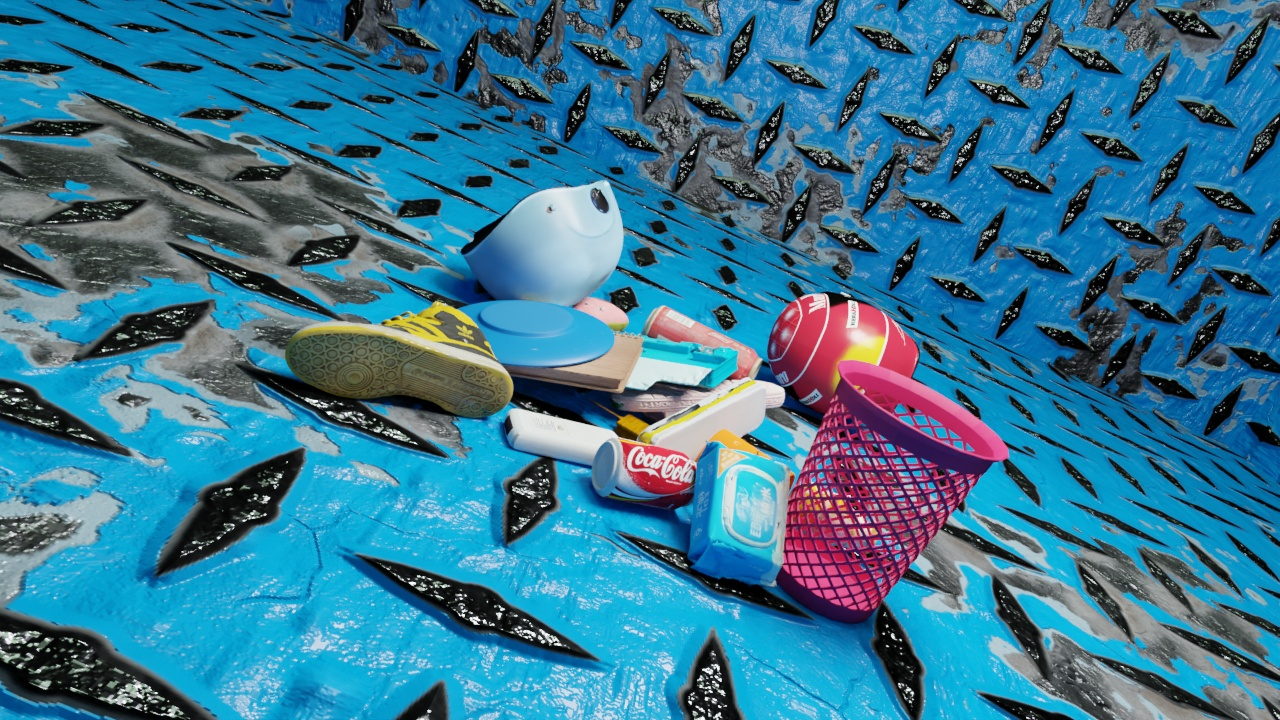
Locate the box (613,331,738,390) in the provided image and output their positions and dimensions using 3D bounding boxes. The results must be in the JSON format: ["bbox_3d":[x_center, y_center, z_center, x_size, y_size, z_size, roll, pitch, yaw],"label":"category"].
[{"bbox_3d":[-0.007,0.005,1.207,0.227,0.039,0.181,10,21,26],"label":"box"}]

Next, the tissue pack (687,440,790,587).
[{"bbox_3d":[0.103,0.156,0.937,0.093,0.062,0.144,20,58,-18],"label":"tissue pack"}]

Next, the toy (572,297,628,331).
[{"bbox_3d":[-0.069,-0.064,1.403,0.090,0.051,0.109,24,19,11],"label":"toy"}]

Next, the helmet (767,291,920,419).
[{"bbox_3d":[0.325,-0.013,1.537,0.224,0.198,0.270,23,10,-5],"label":"helmet"}]

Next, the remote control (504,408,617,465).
[{"bbox_3d":[-0.083,0.087,1.014,0.138,0.025,0.060,15,21,-22],"label":"remote control"}]

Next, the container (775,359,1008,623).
[{"bbox_3d":[0.235,0.142,0.948,0.183,0.226,0.183,22,19,-8],"label":"container"}]

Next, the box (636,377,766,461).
[{"bbox_3d":[0.077,0.080,1.084,0.209,0.066,0.044,-23,48,-40],"label":"box"}]

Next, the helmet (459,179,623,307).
[{"bbox_3d":[-0.127,-0.163,1.366,0.264,0.226,0.167,-37,98,-48],"label":"helmet"}]

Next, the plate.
[{"bbox_3d":[-0.143,-0.046,1.159,0.224,0.024,0.224,5,22,-2],"label":"plate"}]

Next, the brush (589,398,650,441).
[{"bbox_3d":[-0.008,0.086,1.123,0.126,0.017,0.048,29,19,13],"label":"brush"}]

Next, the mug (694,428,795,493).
[{"bbox_3d":[0.106,0.140,1.035,0.096,0.078,0.112,33,30,22],"label":"mug"}]

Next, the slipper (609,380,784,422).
[{"bbox_3d":[0.078,0.064,1.201,0.239,0.064,0.094,-2,13,-22],"label":"slipper"}]

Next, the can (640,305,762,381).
[{"bbox_3d":[0.086,-0.015,1.305,0.170,0.067,0.067,27,19,11],"label":"can"}]

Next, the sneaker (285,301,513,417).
[{"bbox_3d":[-0.256,-0.015,0.975,0.238,0.086,0.122,17,26,-34],"label":"sneaker"}]

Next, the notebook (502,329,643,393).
[{"bbox_3d":[-0.110,-0.014,1.154,0.210,0.022,0.168,9,21,7],"label":"notebook"}]

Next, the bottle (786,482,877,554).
[{"bbox_3d":[0.222,0.187,1.071,0.109,0.063,0.063,25,19,1],"label":"bottle"}]

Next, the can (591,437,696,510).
[{"bbox_3d":[0.006,0.121,0.973,0.104,0.064,0.064,15,21,-26],"label":"can"}]
